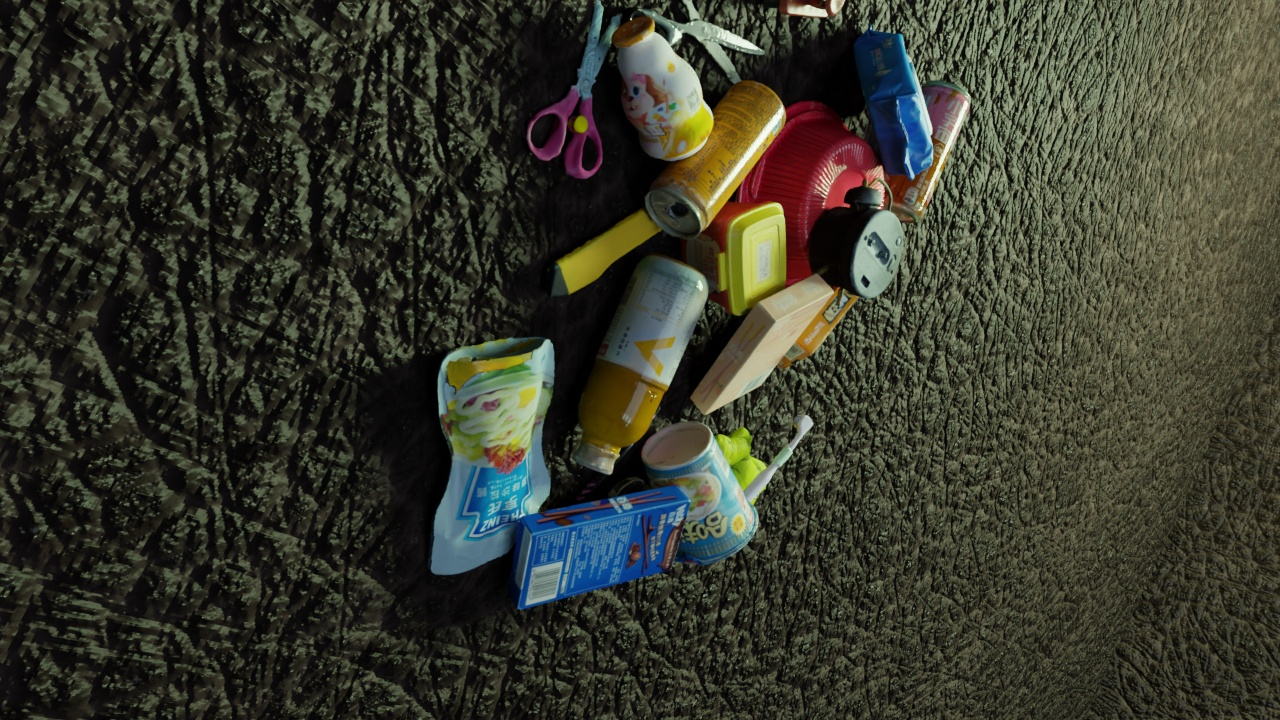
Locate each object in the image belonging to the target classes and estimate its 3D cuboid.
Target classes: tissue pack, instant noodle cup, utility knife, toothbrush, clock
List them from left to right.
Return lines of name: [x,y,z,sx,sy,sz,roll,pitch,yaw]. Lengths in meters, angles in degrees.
toothbrush: [-0.042,0.108,0.830,0.188,0.014,0.018,-50,122,-19]
utility knife: [-0.009,-0.106,0.774,0.192,0.015,0.033,-36,128,-30]
instant noodle cup: [0.051,0.121,0.873,0.099,0.099,0.110,-37,121,-28]
toothbrush: [0.113,0.130,0.940,0.189,0.021,0.029,-48,158,-13]
instant noodle cup: [0.179,-0.155,0.903,0.193,0.066,0.194,-18,118,-40]
clock: [0.207,-0.114,0.860,0.082,0.055,0.122,36,79,-45]
tissue pack: [0.247,-0.255,0.893,0.156,0.052,0.095,-87,154,-43]

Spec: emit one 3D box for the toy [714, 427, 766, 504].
toy: [0.097,0.118,0.957,0.096,0.031,0.100,-13,112,-35]

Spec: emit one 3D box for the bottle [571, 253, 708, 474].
bottle: [-0.005,0.005,0.784,0.068,0.068,0.189,25,88,-47]

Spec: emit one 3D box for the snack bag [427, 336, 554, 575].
snack bag: [-0.116,0.078,0.729,0.110,0.039,0.191,-19,122,-45]

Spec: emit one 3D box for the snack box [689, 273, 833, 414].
snack box: [0.111,-0.012,0.860,0.084,0.026,0.158,-25,158,-36]

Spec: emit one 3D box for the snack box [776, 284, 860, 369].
snack box: [0.197,-0.059,0.954,0.026,0.075,0.153,42,72,-3]

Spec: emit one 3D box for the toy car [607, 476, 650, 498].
toy car: [-0.010,0.149,0.861,0.042,0.035,0.090,-32,128,-33]

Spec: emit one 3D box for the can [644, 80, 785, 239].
can: [0.065,-0.172,0.778,0.145,0.058,0.058,-53,135,-24]

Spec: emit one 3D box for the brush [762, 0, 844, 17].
brush: [0.151,-0.372,0.785,0.063,0.069,0.146,-15,116,-41]

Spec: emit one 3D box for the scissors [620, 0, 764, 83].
scissors: [0.046,-0.278,0.764,0.170,0.014,0.159,-37,131,-30]

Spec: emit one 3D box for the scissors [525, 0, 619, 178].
scissors: [-0.051,-0.210,0.695,0.077,0.017,0.137,6,98,-37]

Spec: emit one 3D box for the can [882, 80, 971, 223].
can: [0.307,-0.227,1.004,0.058,0.058,0.147,25,88,-47]

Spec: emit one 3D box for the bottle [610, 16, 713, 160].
bottle: [0.014,-0.212,0.719,0.063,0.063,0.108,-48,133,-20]

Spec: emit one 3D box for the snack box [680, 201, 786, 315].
snack box: [0.080,-0.096,0.818,0.081,0.080,0.091,-26,123,-36]

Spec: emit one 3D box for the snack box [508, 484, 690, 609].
snack box: [-0.035,0.161,0.798,0.156,0.026,0.085,-7,124,-31]
